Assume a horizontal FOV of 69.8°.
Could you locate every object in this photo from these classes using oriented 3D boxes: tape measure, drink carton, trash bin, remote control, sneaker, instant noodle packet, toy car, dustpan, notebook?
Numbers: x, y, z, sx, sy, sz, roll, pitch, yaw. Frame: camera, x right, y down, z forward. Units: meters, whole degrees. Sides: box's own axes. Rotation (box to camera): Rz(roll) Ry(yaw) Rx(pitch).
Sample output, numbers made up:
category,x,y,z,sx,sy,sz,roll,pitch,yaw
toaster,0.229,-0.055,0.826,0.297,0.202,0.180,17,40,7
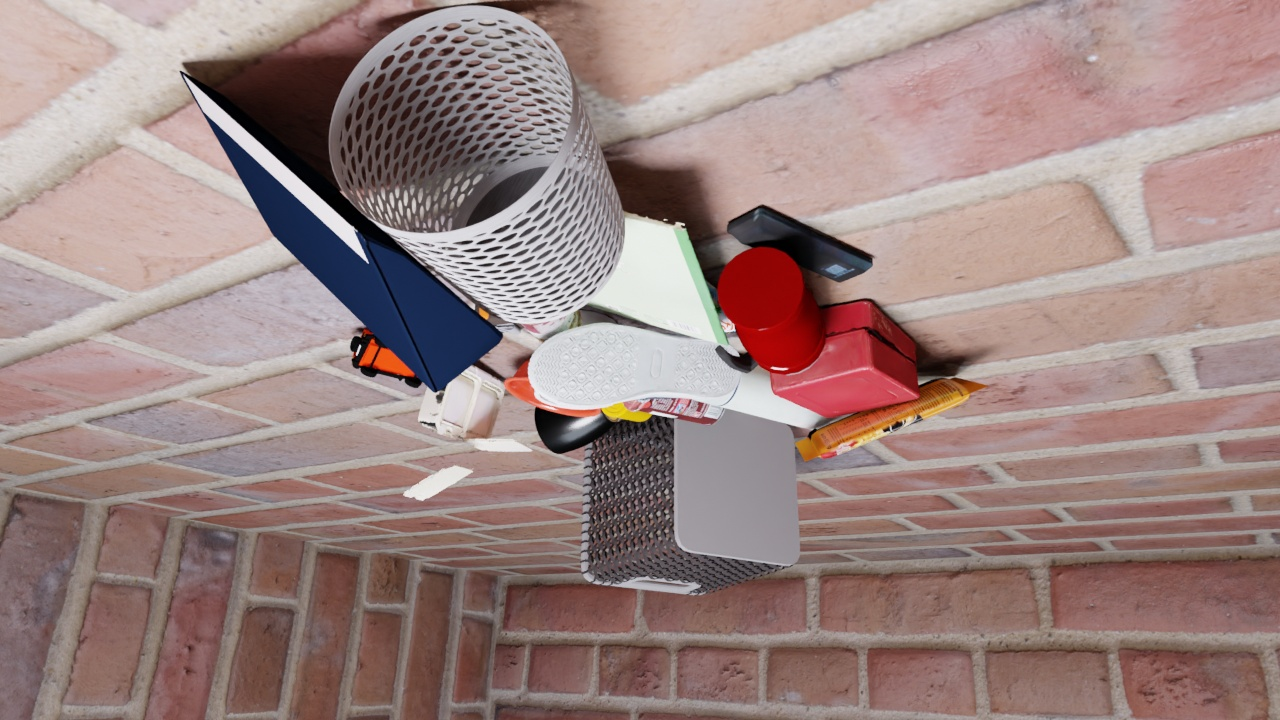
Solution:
category,x,y,z,sx,sy,sz,roll,pitch,yaw
tape measure,-0.148,-0.047,1.003,0.059,0.038,0.058,-6,165,10
drink carton,0.059,-0.062,0.940,0.044,0.038,0.128,-10,156,31
trash bin,-0.097,-0.120,0.637,0.156,0.156,0.183,-2,162,12
remote control,0.149,-0.101,0.844,0.150,0.022,0.047,16,156,-33
sneaker,-0.006,0.006,0.990,0.235,0.089,0.087,2,-178,-13
instant noodle packet,0.296,0.068,1.113,0.221,0.032,0.159,-24,180,6
toy car,-0.304,-0.006,1.125,0.100,0.051,0.049,18,-161,-39
dustpan,-0.206,-0.083,0.713,0.236,0.080,0.274,39,156,27
notebook,-0.019,-0.083,0.845,0.182,0.010,0.252,18,165,19

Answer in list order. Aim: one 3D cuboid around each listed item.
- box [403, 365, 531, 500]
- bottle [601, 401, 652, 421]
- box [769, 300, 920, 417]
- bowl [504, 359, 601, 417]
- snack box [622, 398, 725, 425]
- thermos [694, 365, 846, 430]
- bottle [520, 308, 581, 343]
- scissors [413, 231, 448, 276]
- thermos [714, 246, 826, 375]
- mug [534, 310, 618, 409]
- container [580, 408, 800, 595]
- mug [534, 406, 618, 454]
category,x,y,z,sx,sy,sz,roll,pitch,yaw
box,-0.210,0.103,1.185,0.105,0.187,0.143,12,171,22
bottle,-0.013,0.060,1.258,0.043,0.043,0.143,-4,172,17
box,0.231,0.003,1.036,0.129,0.087,0.157,-17,153,33
bowl,-0.108,0.030,1.189,0.130,0.045,0.131,14,161,5
snack box,0.044,0.041,1.180,0.121,0.072,0.072,13,158,-30
thermos,0.165,0.042,1.175,0.229,0.067,0.068,15,157,-30
bottle,-0.104,-0.057,0.948,0.056,0.056,0.105,-4,159,17
scissors,-0.214,-0.092,0.932,0.157,0.012,0.171,3,161,-1
thermos,0.122,-0.034,0.890,0.108,0.084,0.198,-44,160,3
mug,-0.077,0.005,1.069,0.091,0.090,0.121,8,160,-15
container,0.077,0.214,1.411,0.247,0.245,0.244,14,154,-29
mug,-0.093,0.065,1.275,0.100,0.084,0.119,-22,121,25
